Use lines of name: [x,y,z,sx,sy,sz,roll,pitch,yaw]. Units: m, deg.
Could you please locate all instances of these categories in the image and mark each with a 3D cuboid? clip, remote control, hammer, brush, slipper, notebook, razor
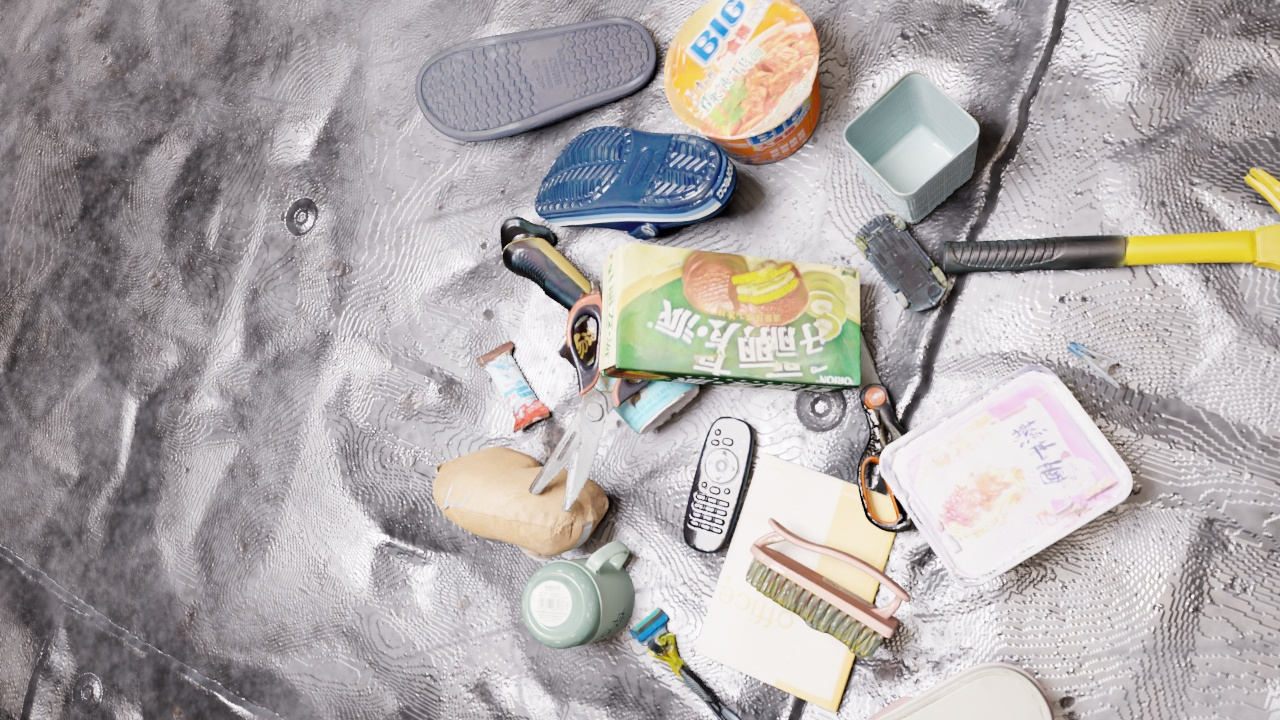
clip: [0.404,-0.001,0.809,0.057,0.024,0.028,34,97,18]
remote control: [0.078,0.123,0.908,0.053,0.024,0.136,14,85,23]
hammer: [0.427,-0.098,0.811,0.301,0.033,0.128,0,81,20]
brush: [0.165,0.203,0.832,0.146,0.063,0.073,29,95,22]
slipper: [-0.113,-0.306,1.029,0.268,0.083,0.110,-14,87,0]
slipper: [0.000,-0.178,0.948,0.253,0.095,0.105,6,68,42]
notebook: [0.150,0.208,0.875,0.146,0.010,0.206,19,88,20]
slipper: [0.232,0.356,0.797,0.275,0.054,0.114,-42,70,13]
razor: [-0.091,-0.096,0.975,0.067,0.062,0.167,-27,49,-27]
razor: [0.049,0.307,0.892,0.042,0.022,0.142,-32,69,-34]

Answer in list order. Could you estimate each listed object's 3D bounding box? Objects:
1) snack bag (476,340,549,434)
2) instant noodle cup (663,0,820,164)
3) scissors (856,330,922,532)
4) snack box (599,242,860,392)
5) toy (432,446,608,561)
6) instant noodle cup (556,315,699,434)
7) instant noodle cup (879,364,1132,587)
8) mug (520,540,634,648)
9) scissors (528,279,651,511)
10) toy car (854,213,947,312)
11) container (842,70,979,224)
snack bag: [-0.140,0.029,1.004,0.048,0.026,0.104,-29,73,1]
instant noodle cup: [0.111,-0.271,0.914,0.151,0.111,0.151,-3,80,20]
scissors: [0.211,0.051,0.867,0.125,0.022,0.234,-34,71,1]
snack box: [0.085,-0.036,0.847,0.240,0.063,0.114,5,80,-16]
toy: [-0.144,0.130,0.928,0.226,0.143,0.082,17,98,33]
instant noodle cup: [-0.005,0.005,0.920,0.111,0.111,0.120,-40,78,10]
instant noodle cup: [0.308,0.100,0.794,0.173,0.060,0.138,-30,72,-2]
mug: [-0.054,0.224,0.896,0.082,0.106,0.112,37,94,22]
scissors: [-0.043,0.026,0.860,0.197,0.015,0.214,-21,86,-7]
toy car: [0.249,-0.092,0.876,0.049,0.031,0.105,-36,70,12]
container: [0.252,-0.191,0.849,0.090,0.111,0.090,-41,71,10]
